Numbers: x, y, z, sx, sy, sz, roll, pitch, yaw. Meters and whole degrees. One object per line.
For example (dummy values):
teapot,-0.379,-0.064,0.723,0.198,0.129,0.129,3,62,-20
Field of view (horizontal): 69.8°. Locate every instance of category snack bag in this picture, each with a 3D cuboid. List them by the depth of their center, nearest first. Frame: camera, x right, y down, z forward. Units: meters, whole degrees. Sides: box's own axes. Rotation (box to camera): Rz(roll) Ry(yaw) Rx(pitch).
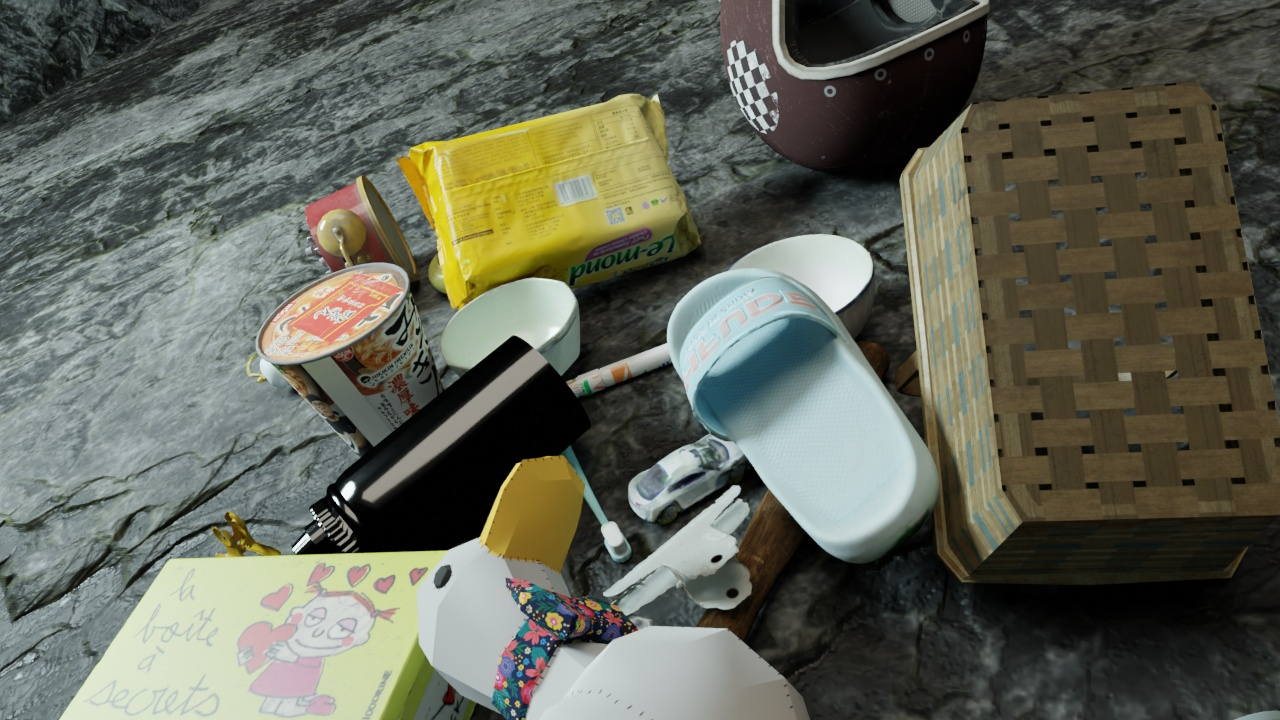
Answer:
snack bag,-0.077,-0.145,0.817,0.247,0.068,0.159,-17,79,-9

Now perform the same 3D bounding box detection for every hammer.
hammer,0.120,0.095,0.530,0.218,0.037,0.299,8,44,33

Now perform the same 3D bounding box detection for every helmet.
helmet,0.191,-0.300,0.816,0.233,0.253,0.234,-29,12,-21

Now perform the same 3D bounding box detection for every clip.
clip,0.031,0.104,0.495,0.101,0.046,0.056,-37,26,-22
clip,-0.291,0.132,0.673,0.054,0.049,0.044,8,10,34

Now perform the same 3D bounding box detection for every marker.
marker,-0.004,0.004,0.721,0.145,0.017,0.017,-21,36,-1

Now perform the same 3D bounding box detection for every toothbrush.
toothbrush,-0.045,0.079,0.647,0.016,0.016,0.180,-28,36,-8

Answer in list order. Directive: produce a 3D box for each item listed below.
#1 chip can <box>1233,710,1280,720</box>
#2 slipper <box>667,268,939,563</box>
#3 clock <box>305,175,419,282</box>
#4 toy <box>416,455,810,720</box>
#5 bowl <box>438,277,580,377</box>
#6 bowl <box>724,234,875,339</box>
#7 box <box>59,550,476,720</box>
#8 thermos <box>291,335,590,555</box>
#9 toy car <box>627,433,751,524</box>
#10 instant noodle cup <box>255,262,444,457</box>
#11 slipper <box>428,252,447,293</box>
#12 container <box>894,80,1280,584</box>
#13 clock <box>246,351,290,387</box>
chip can,0.254,0.218,0.272,0.075,0.075,0.215,-23,36,-4
slipper,0.080,0.014,0.536,0.104,0.074,0.245,-47,38,12
clock,-0.286,-0.110,0.918,0.081,0.117,0.158,-26,29,-2
toy,-0.013,0.175,0.390,0.268,0.141,0.246,10,77,38
bowl,-0.098,-0.009,0.746,0.117,0.061,0.117,-13,36,10
bowl,0.117,-0.034,0.672,0.118,0.062,0.118,-16,35,11
box,-0.207,0.182,0.537,0.221,0.082,0.124,-3,40,21
thermos,-0.136,0.078,0.623,0.198,0.086,0.086,-41,40,-16
toy car,0.033,0.074,0.606,0.089,0.027,0.039,-29,35,-12
instant noodle cup,-0.216,0.008,0.729,0.124,0.122,0.123,-13,37,10
slipper,-0.127,-0.124,0.895,0.191,0.082,0.091,-14,34,13
container,0.226,-0.007,0.498,0.158,0.186,0.249,-3,75,9
clock,-0.318,-0.017,0.865,0.117,0.057,0.083,-20,37,1
